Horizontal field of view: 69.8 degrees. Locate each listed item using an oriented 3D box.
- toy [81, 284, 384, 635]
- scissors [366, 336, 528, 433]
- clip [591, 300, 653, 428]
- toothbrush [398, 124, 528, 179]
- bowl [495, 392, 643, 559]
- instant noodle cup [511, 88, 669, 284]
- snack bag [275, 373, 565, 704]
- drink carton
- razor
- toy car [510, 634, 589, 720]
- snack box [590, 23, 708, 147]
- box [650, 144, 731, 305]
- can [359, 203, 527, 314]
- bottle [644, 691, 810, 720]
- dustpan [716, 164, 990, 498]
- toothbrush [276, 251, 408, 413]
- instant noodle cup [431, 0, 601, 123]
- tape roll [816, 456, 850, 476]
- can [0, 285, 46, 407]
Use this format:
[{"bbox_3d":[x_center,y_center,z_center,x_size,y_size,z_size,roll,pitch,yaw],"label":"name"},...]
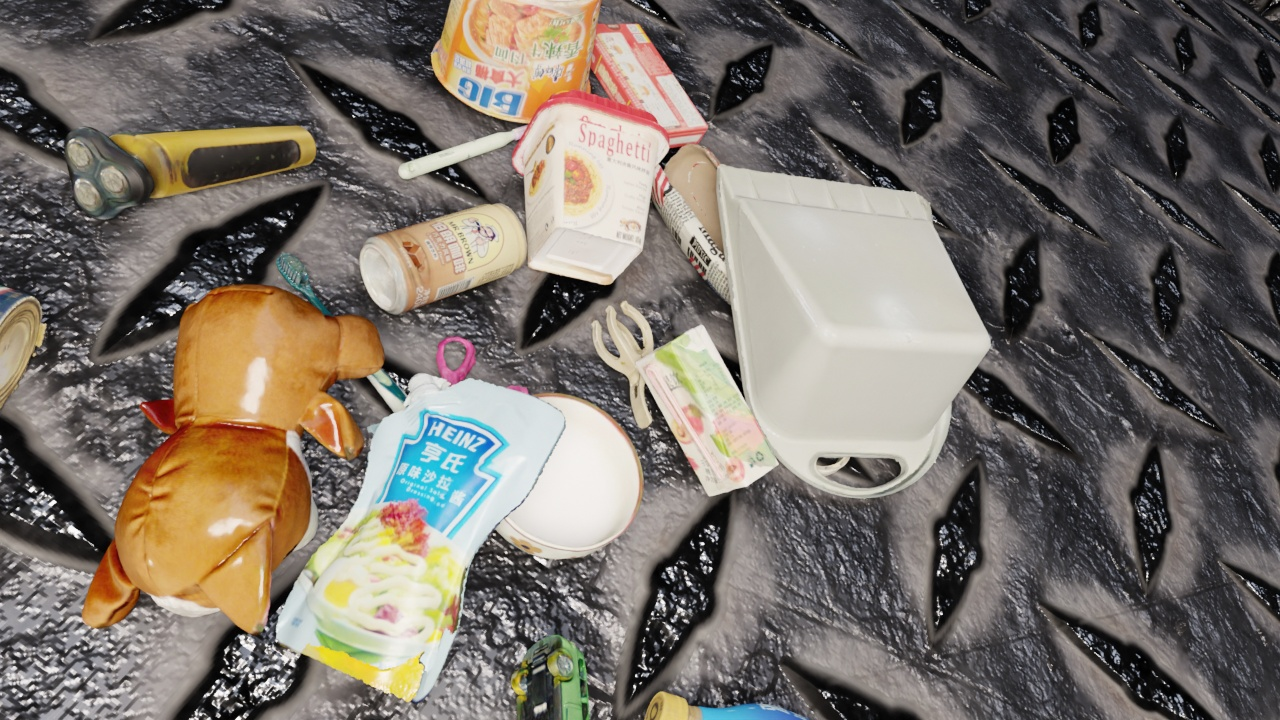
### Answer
[{"bbox_3d":[-0.228,0.058,0.526,0.130,0.140,0.199,54,33,-46],"label":"toy"},{"bbox_3d":[-0.136,0.026,0.643,0.134,0.017,0.113,-14,65,-45],"label":"scissors"},{"bbox_3d":[-0.001,0.002,0.733,0.071,0.035,0.100,-19,74,-38],"label":"clip"},{"bbox_3d":[-0.134,-0.190,0.801,0.189,0.020,0.029,-32,99,-40],"label":"toothbrush"},{"bbox_3d":[-0.061,0.086,0.622,0.113,0.062,0.113,13,53,-19],"label":"bowl"},{"bbox_3d":[-0.044,-0.139,0.762,0.116,0.117,0.124,11,65,-23],"label":"instant noodle cup"},{"bbox_3d":[-0.130,0.095,0.548,0.110,0.039,0.190,14,66,22],"label":"snack bag"},{"bbox_3d":[0.048,0.040,0.699,0.045,0.054,0.122,-30,92,-37],"label":"drink carton"},{"bbox_3d":[-0.311,-0.141,0.651,0.068,0.062,0.167,27,34,34],"label":"razor"},{"bbox_3d":[-0.052,0.212,0.550,0.036,0.043,0.091,35,36,-34],"label":"toy car"},{"bbox_3d":[0.000,-0.281,0.935,0.075,0.026,0.153,-17,67,-35],"label":"snack box"},{"bbox_3d":[0.055,-0.122,0.823,0.087,0.076,0.163,-12,66,-54],"label":"box"},{"bbox_3d":[-0.147,-0.078,0.691,0.116,0.059,0.058,-26,74,-38],"label":"can"},{"bbox_3d":[0.104,0.264,0.587,0.218,0.065,0.065,24,50,-11],"label":"bottle"},{"bbox_3d":[0.174,-0.024,0.793,0.222,0.143,0.257,3,45,-21],"label":"dustpan"},{"bbox_3d":[-0.195,-0.006,0.641,0.191,0.018,0.016,48,49,9],"label":"toothbrush"},{"bbox_3d":[-0.104,-0.303,0.820,0.151,0.112,0.151,11,48,-13],"label":"instant noodle cup"},{"bbox_3d":[0.143,0.059,0.784,0.085,0.014,0.085,14,53,-20],"label":"tape roll"},{"bbox_3d":[-0.401,-0.019,0.500,0.111,0.076,0.075,21,51,-15],"label":"can"}]
